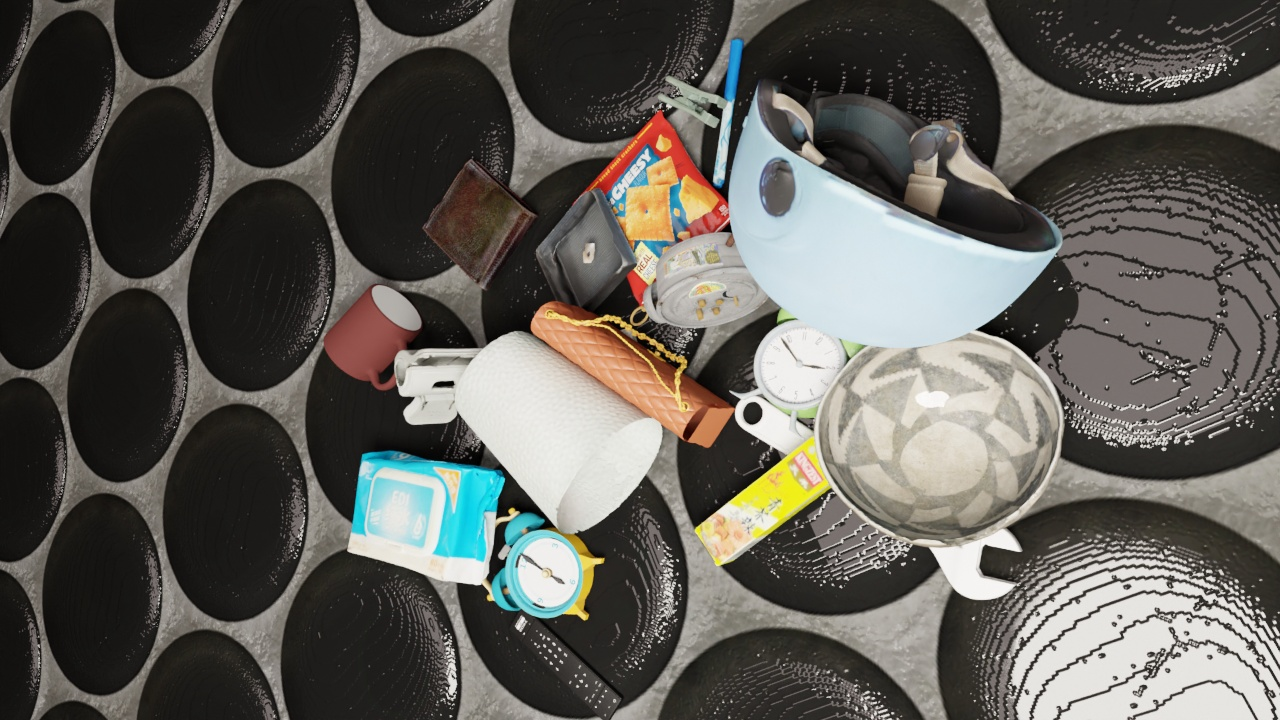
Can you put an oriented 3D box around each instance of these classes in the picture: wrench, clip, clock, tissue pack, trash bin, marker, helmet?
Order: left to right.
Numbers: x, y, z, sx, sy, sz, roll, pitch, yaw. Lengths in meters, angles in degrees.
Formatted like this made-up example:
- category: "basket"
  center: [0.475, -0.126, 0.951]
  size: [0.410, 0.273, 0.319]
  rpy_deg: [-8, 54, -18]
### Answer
- category: "tissue pack"
  center: [-0.220, 0.158, 0.943]
  size: [0.210, 0.066, 0.117]
  rpy_deg: [3, 81, 40]
- category: "clip"
  center: [-0.195, 0.017, 0.940]
  size: [0.145, 0.124, 0.075]
  rpy_deg: [-31, 64, 48]
- category: "clock"
  center: [-0.102, 0.205, 0.908]
  size: [0.130, 0.043, 0.099]
  rpy_deg: [15, 92, 22]
- category: "trash bin"
  center: [-0.083, 0.060, 0.858]
  size: [0.161, 0.133, 0.133]
  rpy_deg: [39, 102, 25]
- category: "clip"
  center: [0.048, -0.250, 0.881]
  size: [0.076, 0.023, 0.045]
  rpy_deg: [37, 106, 35]
- category: "clock"
  center: [0.051, -0.064, 0.823]
  size: [0.148, 0.103, 0.056]
  rpy_deg: [-24, 64, 29]
- category: "marker"
  center: [0.083, -0.234, 0.872]
  size: [0.013, 0.013, 0.142]
  rpy_deg: [7, 88, 28]
- category: "clock"
  center: [0.145, 0.001, 0.791]
  size: [0.094, 0.042, 0.119]
  rpy_deg: [36, 92, 27]
- category: "wrench"
  center: [0.191, 0.105, 0.775]
  size: [0.273, 0.018, 0.066]
  rpy_deg: [33, 100, 28]
- category: "helmet"
  center: [0.178, -0.100, 0.693]
  size: [0.265, 0.225, 0.167]
  rpy_deg: [-122, 41, -52]

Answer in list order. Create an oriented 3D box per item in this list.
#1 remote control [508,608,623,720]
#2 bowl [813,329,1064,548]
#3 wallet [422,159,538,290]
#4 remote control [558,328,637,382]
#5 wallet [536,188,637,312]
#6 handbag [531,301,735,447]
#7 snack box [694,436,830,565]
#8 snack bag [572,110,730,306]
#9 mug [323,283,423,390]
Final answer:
- category: "remote control"
  center: [-0.075, 0.296, 0.900]
  size: [0.140, 0.009, 0.030]
  rpy_deg: [35, 101, 27]
- category: "bowl"
  center: [0.231, 0.066, 0.714]
  size: [0.179, 0.081, 0.178]
  rpy_deg: [-10, 59, 17]
- category: "wallet"
  center: [-0.174, -0.148, 0.992]
  size: [0.120, 0.031, 0.099]
  rpy_deg: [42, 102, 28]
- category: "remote control"
  center: [-0.061, 0.011, 0.923]
  size: [0.136, 0.011, 0.050]
  rpy_deg: [-18, 76, 25]
- category: "wallet"
  center: [-0.052, -0.101, 0.903]
  size: [0.115, 0.026, 0.089]
  rpy_deg: [-40, 68, 46]
- category: "handbag"
  center: [-0.005, 0.005, 0.827]
  size: [0.172, 0.108, 0.060]
  rpy_deg: [34, 96, 21]
- category: "snack box"
  center: [0.113, 0.122, 0.797]
  size: [0.148, 0.028, 0.040]
  rpy_deg: [-43, 68, 26]
- category: "snack bag"
  center: [0.011, -0.145, 0.883]
  size: [0.131, 0.039, 0.144]
  rpy_deg: [-43, 62, 23]
- category: "mug"
  center: [-0.287, -0.019, 1.010]
  size: [0.083, 0.073, 0.105]
  rpy_deg: [-42, 64, 18]
